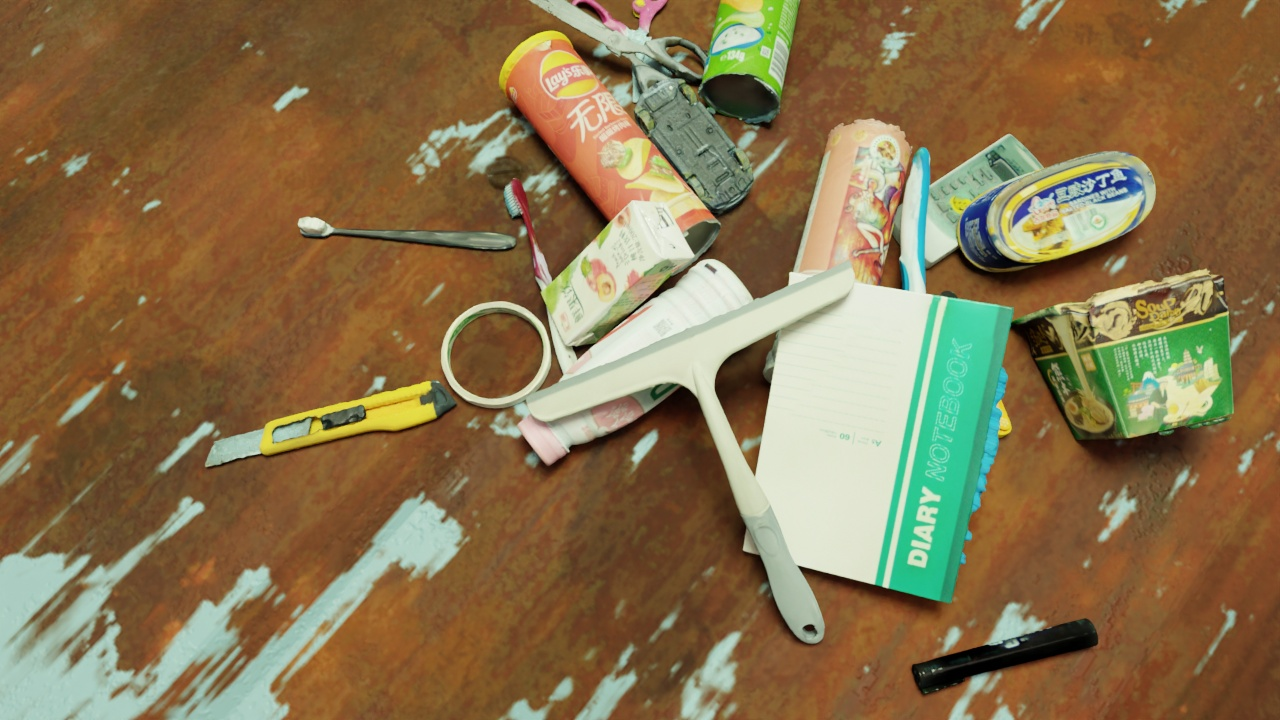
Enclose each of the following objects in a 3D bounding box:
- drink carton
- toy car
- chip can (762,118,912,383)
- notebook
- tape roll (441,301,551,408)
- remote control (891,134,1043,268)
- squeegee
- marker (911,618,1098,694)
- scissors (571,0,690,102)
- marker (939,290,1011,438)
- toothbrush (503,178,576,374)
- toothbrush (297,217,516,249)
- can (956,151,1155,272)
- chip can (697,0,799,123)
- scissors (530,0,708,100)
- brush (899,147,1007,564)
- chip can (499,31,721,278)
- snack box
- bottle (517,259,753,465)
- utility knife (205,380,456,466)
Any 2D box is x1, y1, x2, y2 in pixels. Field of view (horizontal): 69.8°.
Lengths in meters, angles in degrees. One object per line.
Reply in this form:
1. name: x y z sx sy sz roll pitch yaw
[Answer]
1. drink carton: -0.019 -0.064 0.692 0.045 0.123 0.053 -10 67 -47
2. toy car: 0.043 -0.177 0.761 0.054 0.037 0.120 -35 85 -7
3. chip can: 0.156 -0.079 0.715 0.071 0.071 0.214 15 73 5
4. notebook: 0.160 0.053 0.638 0.150 0.012 0.209 11 101 17
5. tape roll: -0.114 -0.005 0.725 0.086 0.014 0.085 0 73 1
6. remote control: 0.270 -0.131 0.756 0.135 0.019 0.056 -33 75 -9
7. squeegee: 0.075 0.093 0.634 0.247 0.039 0.246 -22 96 10
8. marker: 0.259 0.210 0.651 0.132 0.020 0.022 -14 90 -3
9. scissors: -0.010 -0.289 0.812 0.124 0.017 0.133 3 77 -2
10. marker: 0.261 0.001 0.718 0.018 0.015 0.123 -13 71 -8
11. toothbrush: -0.081 -0.063 0.742 0.017 0.016 0.187 -27 73 32
12. toothbrush: -0.193 -0.104 0.757 0.181 0.018 0.015 4 70 1
13. can: 0.328 -0.117 0.724 0.148 0.049 0.074 -19 91 -9
14. chip can: 0.107 -0.323 0.791 0.072 0.072 0.235 11 74 4
15. scissors: -0.022 -0.261 0.771 0.173 0.014 0.141 -10 88 -20
16. brush: 0.221 -0.005 0.686 0.109 0.060 0.314 16 82 12
17. chip can: -0.026 -0.167 0.745 0.073 0.073 0.216 -36 77 -10
18. snack box: 0.359 0.001 0.676 0.118 0.117 0.105 -12 85 0
19. bottle: -0.004 0.004 0.695 0.197 0.068 0.068 -37 76 -7
20. utility knife: -0.240 0.051 0.708 0.197 0.015 0.033 -14 70 -3
